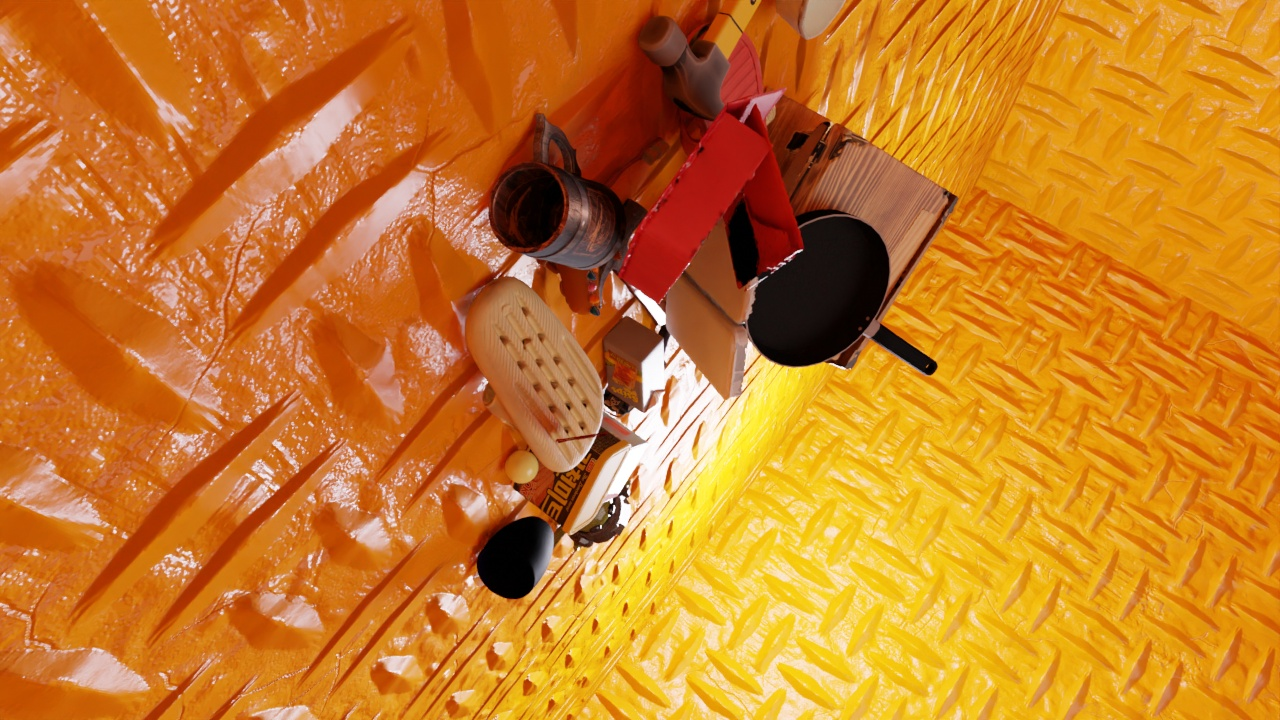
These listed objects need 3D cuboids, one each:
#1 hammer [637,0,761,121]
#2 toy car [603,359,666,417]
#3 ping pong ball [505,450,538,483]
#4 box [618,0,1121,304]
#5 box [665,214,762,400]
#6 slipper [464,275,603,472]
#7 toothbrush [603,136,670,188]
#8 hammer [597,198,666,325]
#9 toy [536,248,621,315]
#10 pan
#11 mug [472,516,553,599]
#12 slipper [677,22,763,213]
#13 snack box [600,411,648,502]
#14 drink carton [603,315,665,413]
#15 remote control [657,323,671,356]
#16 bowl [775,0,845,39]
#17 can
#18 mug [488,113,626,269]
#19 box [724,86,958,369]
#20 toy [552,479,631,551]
[{"bbox_3d":[0.120,-0.372,0.859,0.169,0.034,0.324,33,85,-54],"label":"hammer"},{"bbox_3d":[-0.011,0.036,1.278,0.111,0.047,0.047,-49,161,-17],"label":"toy car"},{"bbox_3d":[-0.143,0.128,1.103,0.040,0.040,0.040,-48,161,-23],"label":"ping pong ball"},{"bbox_3d":[0.181,-0.214,0.869,0.467,0.138,0.215,-36,178,-9],"label":"box"},{"bbox_3d":[0.078,-0.077,1.062,0.037,0.209,0.190,-6,121,-19],"label":"box"},{"bbox_3d":[-0.114,0.010,0.915,0.111,0.079,0.262,-54,145,-22],"label":"slipper"},{"bbox_3d":[-0.032,-0.170,0.900,0.184,0.015,0.015,-43,165,-31],"label":"toothbrush"},{"bbox_3d":[-0.003,-0.090,1.100,0.111,0.028,0.300,-56,163,-2],"label":"hammer"},{"bbox_3d":[-0.047,-0.083,0.868,0.070,0.103,0.090,-22,117,-33],"label":"toy"},{"bbox_3d":[0.266,-0.060,1.169,0.355,0.044,0.204,27,105,-35],"label":"pan"},{"bbox_3d":[-0.172,0.263,1.230,0.119,0.085,0.100,-31,-171,27],"label":"mug"},{"bbox_3d":[0.084,-0.257,0.973,0.103,0.059,0.249,-53,148,-14],"label":"slipper"},{"bbox_3d":[-0.060,0.127,1.234,0.095,0.093,0.079,-60,162,13],"label":"snack box"},{"bbox_3d":[-0.007,0.007,1.193,0.048,0.076,0.125,-47,157,-25],"label":"drink carton"},{"bbox_3d":[0.037,-0.044,1.280,0.046,0.009,0.125,-96,-162,-46],"label":"remote control"},{"bbox_3d":[0.177,-0.403,0.955,0.117,0.061,0.118,-49,162,-22],"label":"bowl"},{"bbox_3d":[-0.089,0.134,1.154,0.072,0.101,0.131,-22,143,-61],"label":"can"},{"bbox_3d":[-0.068,-0.140,0.778,0.107,0.080,0.116,-1,95,-68],"label":"mug"},{"bbox_3d":[0.222,-0.160,1.196,0.279,0.264,0.269,-59,161,15],"label":"box"},{"bbox_3d":[-0.067,0.238,1.440,0.179,0.078,0.153,-51,162,-6],"label":"toy"}]
